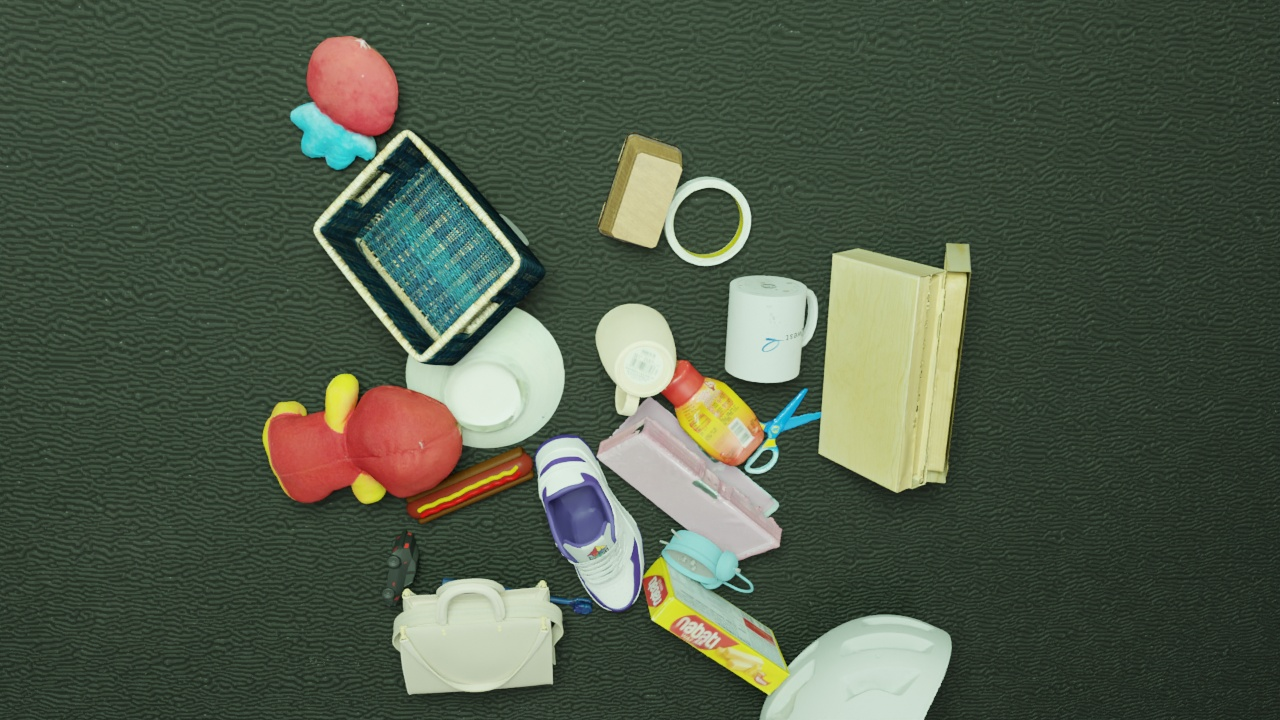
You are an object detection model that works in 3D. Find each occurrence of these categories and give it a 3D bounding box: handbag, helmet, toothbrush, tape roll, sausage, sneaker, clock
[{"bbox_3d":[-0.187,0.306,1.061,0.194,0.101,0.198,-2,138,-7],"label":"handbag"},{"bbox_3d":[0.273,0.431,1.140,0.283,0.223,0.184,-42,89,16],"label":"helmet"},{"bbox_3d":[-0.151,0.291,1.133,0.190,0.017,0.016,12,107,-12],"label":"toothbrush"},{"bbox_3d":[0.072,-0.150,0.991,0.094,0.019,0.094,-3,112,-7],"label":"tape roll"},{"bbox_3d":[-0.197,0.144,1.057,0.155,0.040,0.040,-23,112,1],"label":"sausage"},{"bbox_3d":[-0.051,0.210,1.064,0.092,0.111,0.244,-22,112,1],"label":"sneaker"},{"bbox_3d":[0.081,0.249,1.110,0.123,0.088,0.041,31,63,1],"label":"clock"}]

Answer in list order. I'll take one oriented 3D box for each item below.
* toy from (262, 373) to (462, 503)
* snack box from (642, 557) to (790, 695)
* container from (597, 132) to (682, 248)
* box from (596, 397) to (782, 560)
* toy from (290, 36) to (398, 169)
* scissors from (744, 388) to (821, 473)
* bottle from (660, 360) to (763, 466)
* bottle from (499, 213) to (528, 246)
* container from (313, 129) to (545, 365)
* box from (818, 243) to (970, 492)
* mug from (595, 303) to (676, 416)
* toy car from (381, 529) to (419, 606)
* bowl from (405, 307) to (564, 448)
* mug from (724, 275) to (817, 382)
[{"bbox_3d":[-0.292,0.092,0.974,0.216,0.098,0.148,-9,120,17],"label":"toy"},{"bbox_3d":[0.093,0.330,1.142,0.200,0.092,0.042,37,102,-19],"label":"snack box"},{"bbox_3d":[0.002,-0.171,0.950,0.063,0.061,0.114,15,108,-14],"label":"container"},{"bbox_3d":[0.065,0.142,1.097,0.232,0.080,0.099,40,136,-19],"label":"box"},{"bbox_3d":[-0.284,-0.246,0.886,0.092,0.062,0.133,33,121,-6],"label":"toy"},{"bbox_3d":[0.164,0.089,1.100,0.131,0.018,0.109,-16,115,0],"label":"scissors"},{"bbox_3d":[0.078,0.058,1.050,0.071,0.048,0.134,-46,104,-4],"label":"bottle"},{"bbox_3d":[-0.169,-0.099,0.955,0.108,0.060,0.060,-43,111,9],"label":"bottle"},{"bbox_3d":[-0.205,-0.107,0.896,0.145,0.071,0.187,-43,76,9],"label":"container"},{"bbox_3d":[0.303,0.005,1.029,0.179,0.142,0.249,-6,112,-13],"label":"box"},{"bbox_3d":[-0.006,0.006,0.995,0.085,0.104,0.112,12,108,-12],"label":"mug"},{"bbox_3d":[-0.282,0.248,1.083,0.036,0.042,0.092,10,109,-9],"label":"toy car"},{"bbox_3d":[-0.170,0.028,1.006,0.176,0.057,0.177,-3,111,-7],"label":"bowl"},{"bbox_3d":[0.152,-0.039,1.021,0.119,0.083,0.096,-13,115,-33],"label":"mug"}]
